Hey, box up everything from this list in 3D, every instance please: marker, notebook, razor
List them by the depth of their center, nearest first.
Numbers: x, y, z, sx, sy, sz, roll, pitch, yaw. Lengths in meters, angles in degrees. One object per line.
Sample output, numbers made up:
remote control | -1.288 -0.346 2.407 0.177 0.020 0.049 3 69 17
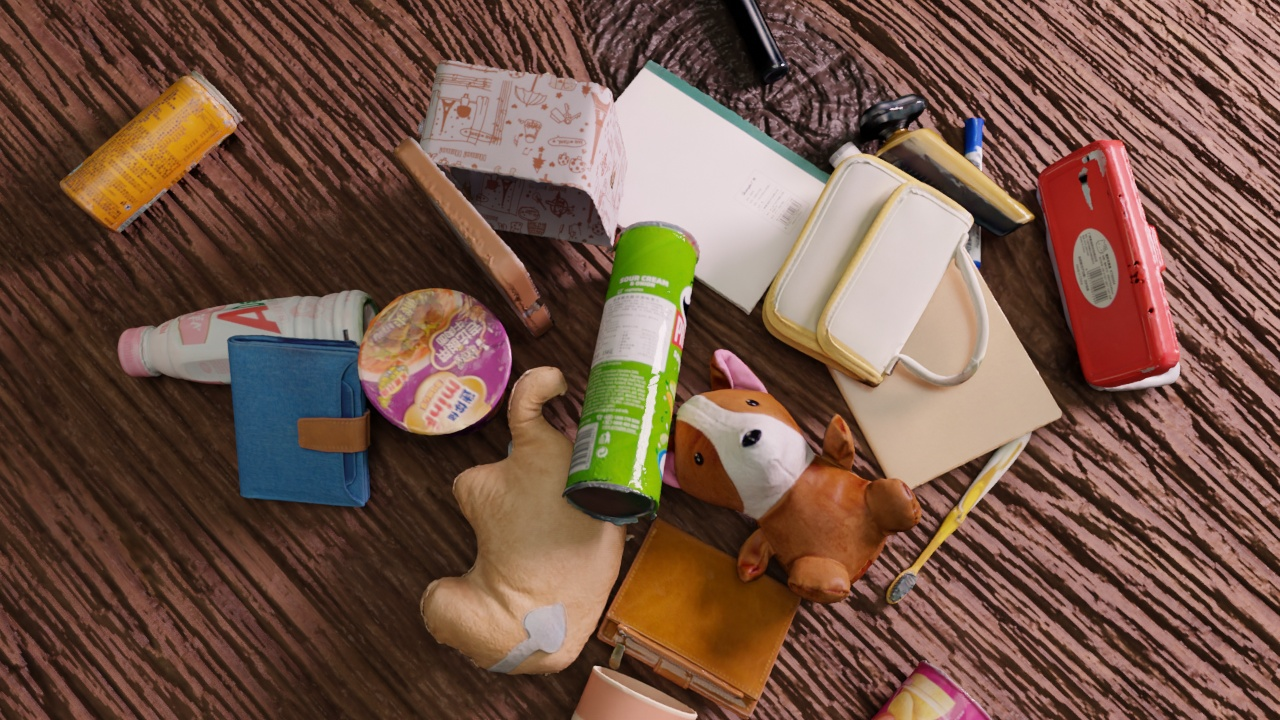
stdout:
notebook | 0.229 -0.013 0.763 0.148 0.008 0.207 -27 78 6
razor | 0.262 -0.166 0.785 0.167 0.062 0.068 42 98 12
notebook | 0.050 -0.157 0.807 0.209 0.012 0.150 35 78 7
marker | 0.293 -0.146 0.810 0.017 0.017 0.145 7 76 0

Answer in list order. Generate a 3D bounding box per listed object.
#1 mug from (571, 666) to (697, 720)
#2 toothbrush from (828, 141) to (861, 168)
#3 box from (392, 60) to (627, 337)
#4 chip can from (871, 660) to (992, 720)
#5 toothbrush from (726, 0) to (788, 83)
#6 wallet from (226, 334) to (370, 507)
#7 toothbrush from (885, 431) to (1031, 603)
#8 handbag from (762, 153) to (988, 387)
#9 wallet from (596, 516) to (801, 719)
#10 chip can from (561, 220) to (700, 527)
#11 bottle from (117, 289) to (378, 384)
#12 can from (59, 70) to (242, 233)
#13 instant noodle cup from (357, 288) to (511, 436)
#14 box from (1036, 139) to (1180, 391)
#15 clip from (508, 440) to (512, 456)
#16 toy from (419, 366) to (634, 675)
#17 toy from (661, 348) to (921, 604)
mug | -0.005 0.294 0.665 0.114 0.082 0.105 29 78 -20
toothbrush | 0.244 -0.100 0.792 0.026 0.026 0.221 -33 79 -31
box | -0.101 -0.109 0.701 0.151 0.182 0.168 8 84 5
chip can | 0.163 0.319 0.663 0.071 0.071 0.210 44 78 9
toothbrush | 0.083 -0.353 0.850 0.027 0.026 0.212 -16 76 -28
wallet | -0.260 0.048 0.706 0.106 0.040 0.133 5 110 1
toothbrush | 0.260 0.122 0.741 0.016 0.018 0.191 42 79 7
handbag | 0.206 -0.061 0.741 0.179 0.063 0.163 30 90 10
wallet | 0.043 0.199 0.699 0.130 0.035 0.118 28 66 5
chip can | -0.004 0.004 0.702 0.072 0.072 0.235 10 59 1
bottle | -0.312 -0.015 0.736 0.197 0.068 0.068 -5 76 0
can | -0.412 -0.176 0.776 0.058 0.058 0.146 41 78 8
instant noodle cup | -0.151 0.011 0.716 0.111 0.099 0.111 0 77 -1
box | 0.405 -0.077 0.773 0.099 0.096 0.201 2 73 -29
clip | -0.099 0.090 0.738 0.024 0.028 0.056 11 86 2
toy | -0.074 0.122 0.696 0.143 0.083 0.225 20 73 -22
toy | 0.099 0.090 0.698 0.140 0.130 0.199 -44 72 -11
